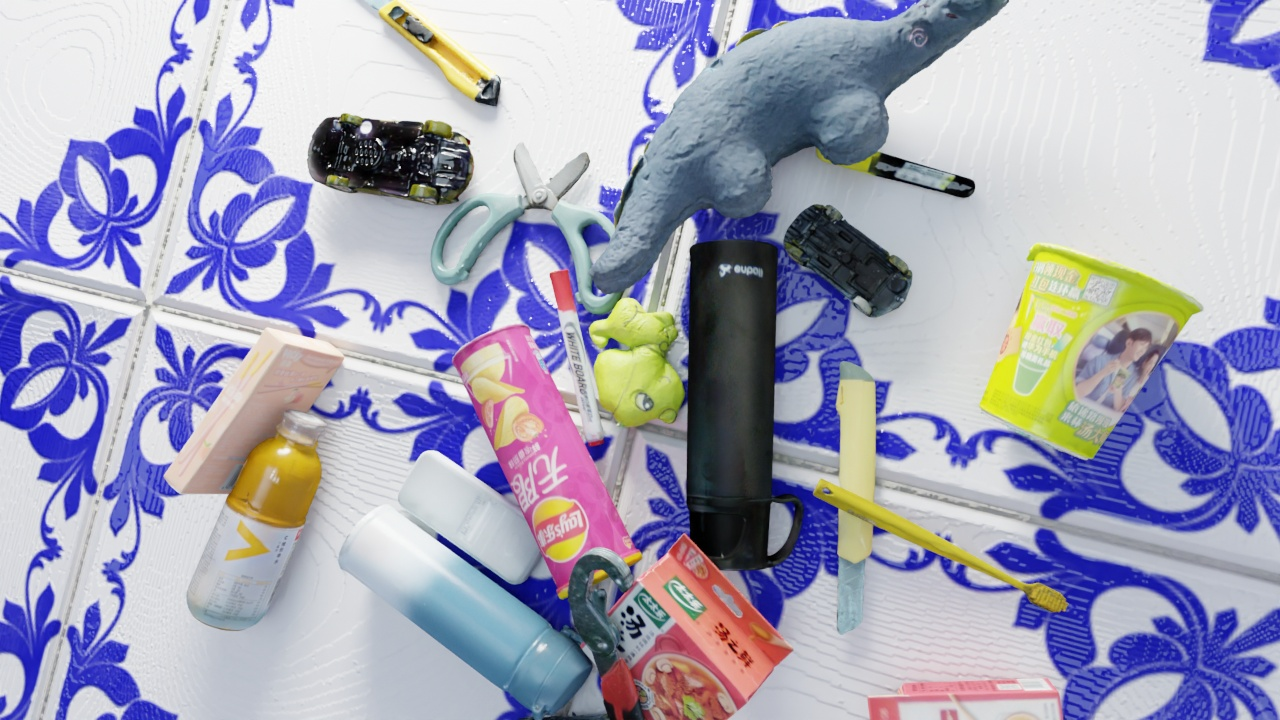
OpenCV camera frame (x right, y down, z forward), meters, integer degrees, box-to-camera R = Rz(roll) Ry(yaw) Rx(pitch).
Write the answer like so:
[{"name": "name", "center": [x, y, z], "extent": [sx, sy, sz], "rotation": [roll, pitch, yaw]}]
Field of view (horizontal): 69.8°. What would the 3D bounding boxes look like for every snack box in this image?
[{"name": "snack box", "center": [0.029, 0.211, 0.669], "extent": [0.113, 0.044, 0.127], "rotation": [45, 128, 15]}, {"name": "snack box", "center": [-0.331, 0.047, 0.792], "extent": [0.026, 0.084, 0.157], "rotation": [37, 94, 19]}, {"name": "snack box", "center": [0.228, 0.284, 0.638], "extent": [0.127, 0.044, 0.113], "rotation": [-6, 83, 13]}]

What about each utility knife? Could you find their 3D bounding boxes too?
[{"name": "utility knife", "center": [0.160, 0.102, 0.689], "extent": [0.031, 0.021, 0.204], "rotation": [1, 78, 19]}, {"name": "utility knife", "center": [-0.203, -0.297, 0.830], "extent": [0.216, 0.015, 0.033], "rotation": [41, 93, 16]}]

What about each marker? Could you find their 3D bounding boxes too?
[{"name": "marker", "center": [-0.051, -0.002, 0.747], "extent": [0.017, 0.017, 0.145], "rotation": [-12, 90, 13]}, {"name": "marker", "center": [0.196, -0.148, 0.709], "extent": [0.124, 0.015, 0.018], "rotation": [19, 91, 13]}]

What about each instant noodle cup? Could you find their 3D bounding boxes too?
[{"name": "instant noodle cup", "center": [0.294, -0.002, 0.624], "extent": [0.112, 0.111, 0.123], "rotation": [27, 99, 16]}]

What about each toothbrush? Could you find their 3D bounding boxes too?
[{"name": "toothbrush", "center": [0.215, 0.133, 0.662], "extent": [0.190, 0.016, 0.015], "rotation": [26, 87, 11]}]

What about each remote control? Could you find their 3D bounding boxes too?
[{"name": "remote control", "center": [-0.139, 0.130, 0.765], "extent": [0.136, 0.020, 0.056], "rotation": [30, 91, 16]}]

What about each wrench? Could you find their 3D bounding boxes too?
[{"name": "wrench", "center": [-0.005, 0.264, 0.674], "extent": [0.056, 0.016, 0.273], "rotation": [-6, 103, 33]}]

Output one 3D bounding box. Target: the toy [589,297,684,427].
[{"name": "toy", "center": [-0.004, 0.004, 0.737], "extent": [0.097, 0.031, 0.100], "rotation": [22, 86, 16]}]

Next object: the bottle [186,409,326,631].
[{"name": "bottle", "center": [-0.325, 0.135, 0.789], "extent": [0.068, 0.068, 0.189], "rotation": [24, 91, 16]}]

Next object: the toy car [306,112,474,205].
[{"name": "toy car", "center": [-0.221, -0.178, 0.809], "extent": [0.158, 0.042, 0.070], "rotation": [11, 87, 15]}]

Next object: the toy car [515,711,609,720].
[{"name": "toy car", "center": [-0.052, 0.305, 0.716], "extent": [0.121, 0.037, 0.054], "rotation": [-5, 82, 4]}]

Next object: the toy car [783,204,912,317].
[{"name": "toy car", "center": [0.159, -0.075, 0.701], "extent": [0.105, 0.031, 0.049], "rotation": [42, 96, 17]}]

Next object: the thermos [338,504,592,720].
[{"name": "thermos", "center": [-0.140, 0.200, 0.737], "extent": [0.220, 0.070, 0.070], "rotation": [31, 92, 15]}]

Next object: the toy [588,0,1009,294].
[{"name": "toy", "center": [0.099, -0.184, 0.688], "extent": [0.356, 0.091, 0.137], "rotation": [-33, 46, 7]}]

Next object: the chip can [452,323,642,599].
[{"name": "chip can", "center": [-0.076, 0.077, 0.727], "extent": [0.071, 0.071, 0.210], "rotation": [-29, 77, 10]}]

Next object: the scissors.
[{"name": "scissors", "center": [-0.090, -0.094, 0.778], "extent": [0.171, 0.019, 0.170], "rotation": [-38, 75, 7]}]

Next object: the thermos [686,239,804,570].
[{"name": "thermos", "center": [0.079, 0.034, 0.701], "extent": [0.090, 0.068, 0.242], "rotation": [2, 86, -16]}]
